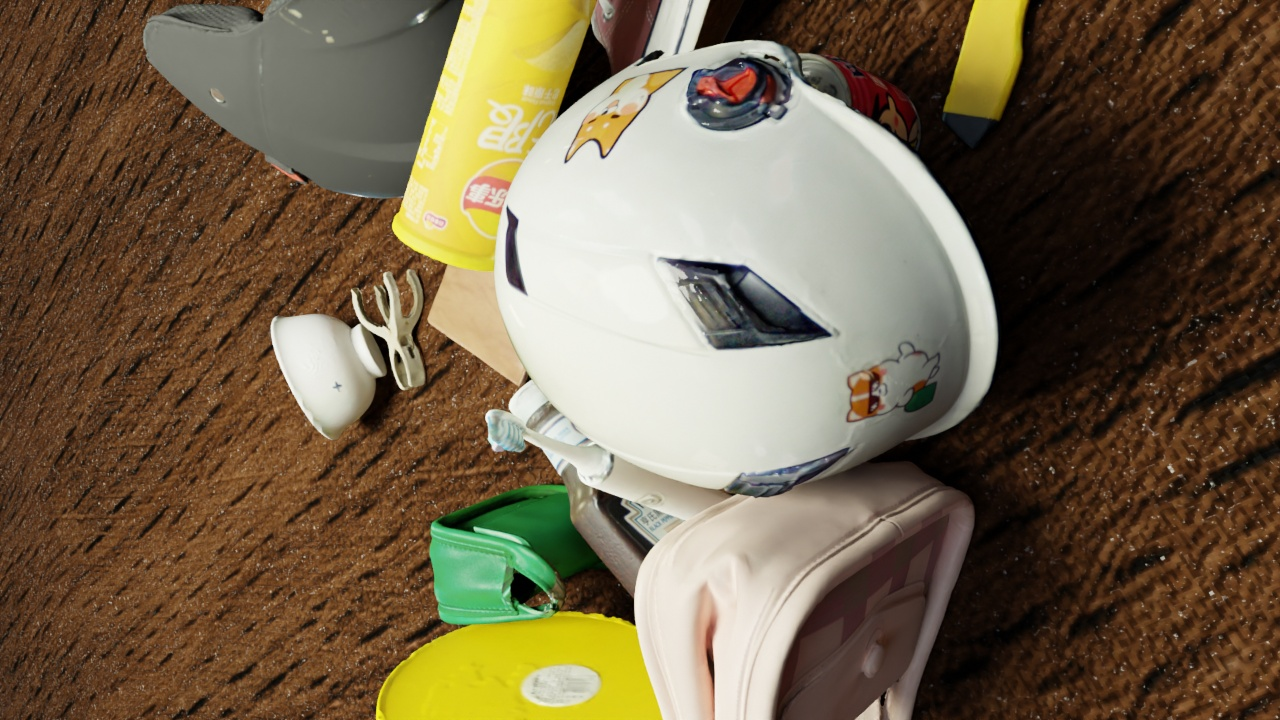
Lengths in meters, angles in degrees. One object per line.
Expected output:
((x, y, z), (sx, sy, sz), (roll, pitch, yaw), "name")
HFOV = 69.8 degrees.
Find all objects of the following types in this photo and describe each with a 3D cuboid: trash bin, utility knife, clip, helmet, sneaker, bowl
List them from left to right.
((-0.262, 0.003, 0.799), (0.064, 0.118, 0.118), (-25, 74, -4), "bowl")
((-0.174, -0.223, 0.631), (0.233, 0.230, 0.275), (-61, 19, -17), "helmet")
((-0.218, -0.030, 0.794), (0.095, 0.034, 0.102), (13, 108, 31), "clip")
((-0.055, 0.309, 0.552), (0.230, 0.229, 0.255), (6, 103, 37), "trash bin")
((0.010, -0.222, 0.568), (0.088, 0.118, 0.241), (27, 115, 11), "sneaker")
((0.020, -0.029, 0.464), (0.274, 0.156, 0.230), (37, 153, 46), "helmet")
((0.194, -0.190, 0.483), (0.033, 0.015, 0.156), (20, 104, 28), "utility knife")

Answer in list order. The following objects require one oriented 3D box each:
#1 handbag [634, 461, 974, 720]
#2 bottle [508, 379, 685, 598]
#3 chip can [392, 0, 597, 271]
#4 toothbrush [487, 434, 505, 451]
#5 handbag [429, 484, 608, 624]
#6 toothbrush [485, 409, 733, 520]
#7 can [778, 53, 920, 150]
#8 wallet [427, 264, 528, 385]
((0.094, 0.179, 0.484), (0.093, 0.192, 0.234), (9, 107, 43), "handbag")
((-0.015, 0.090, 0.609), (0.195, 0.079, 0.044), (47, 123, 17), "bottle")
((-0.076, -0.160, 0.514), (0.072, 0.072, 0.214), (34, 113, 31), "chip can")
((-0.061, -0.003, 0.686), (0.021, 0.029, 0.190), (31, 116, -12), "toothbrush")
((-0.072, 0.134, 0.633), (0.120, 0.131, 0.068), (0, 97, 34), "handbag")
((-0.008, 0.066, 0.528), (0.027, 0.221, 0.026), (-33, 53, 24), "toothbrush")
((0.106, -0.128, 0.504), (0.067, 0.093, 0.066), (3, 94, 37), "can")
((-0.114, -0.050, 0.723), (0.115, 0.020, 0.101), (35, 112, 27), "wallet")
